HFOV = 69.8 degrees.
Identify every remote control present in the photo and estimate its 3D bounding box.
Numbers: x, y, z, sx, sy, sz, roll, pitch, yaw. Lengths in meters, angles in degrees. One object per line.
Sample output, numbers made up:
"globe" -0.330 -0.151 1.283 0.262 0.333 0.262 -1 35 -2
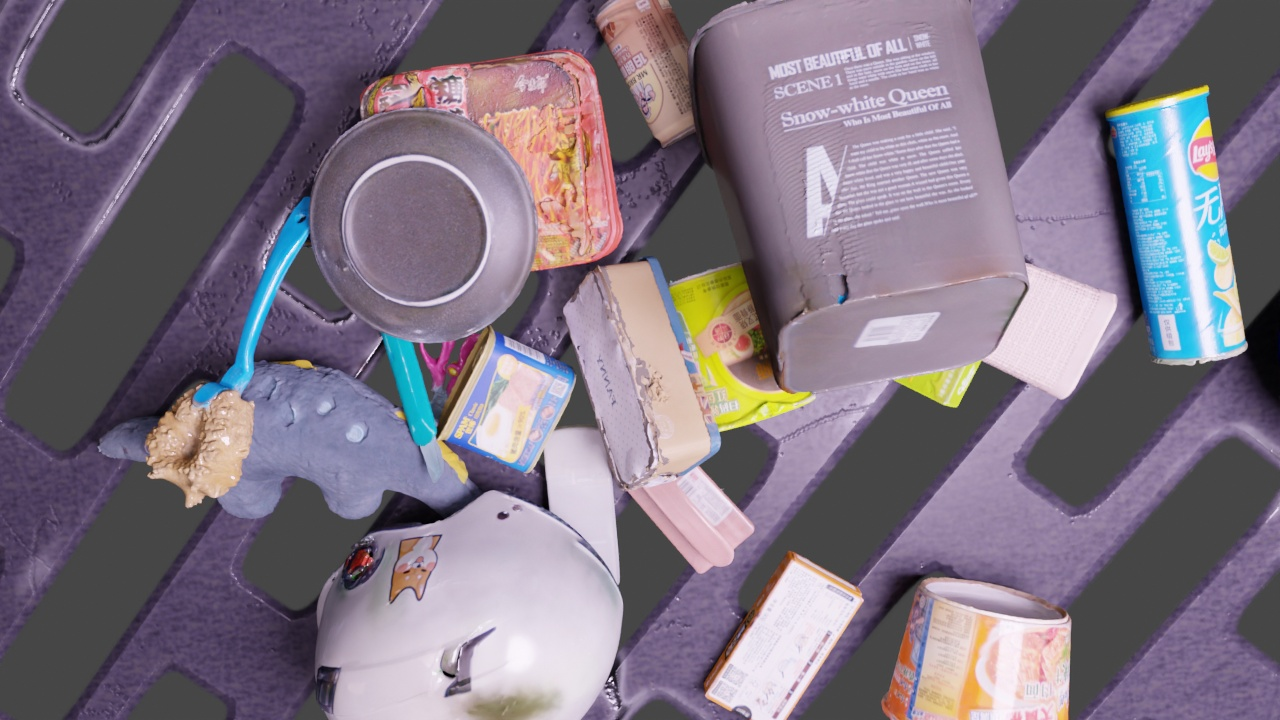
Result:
"remote control" -0.051 0.130 0.807 0.058 0.021 0.150 -3 99 1

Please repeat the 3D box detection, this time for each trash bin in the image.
"trash bin" 0.148 -0.111 0.631 0.199 0.199 0.219 -10 67 5

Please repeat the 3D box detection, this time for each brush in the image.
"brush" 0.028 0.110 0.777 0.063 0.073 0.145 -40 95 8
"brush" -0.303 -0.012 0.705 0.083 0.046 0.254 18 81 25

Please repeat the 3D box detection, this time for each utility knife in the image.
"utility knife" -0.192 0.016 0.757 0.029 0.013 0.182 -28 71 21

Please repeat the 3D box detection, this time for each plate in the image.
"plate" -0.167 -0.099 0.693 0.179 0.024 0.179 1 105 3

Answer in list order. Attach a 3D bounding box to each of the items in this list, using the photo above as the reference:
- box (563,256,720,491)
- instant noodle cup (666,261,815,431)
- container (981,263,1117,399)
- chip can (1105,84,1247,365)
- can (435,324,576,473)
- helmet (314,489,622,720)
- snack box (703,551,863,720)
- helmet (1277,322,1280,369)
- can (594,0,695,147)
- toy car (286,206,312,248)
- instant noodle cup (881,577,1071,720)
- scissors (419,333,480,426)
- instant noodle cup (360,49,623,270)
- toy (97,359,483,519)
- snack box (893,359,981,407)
"box" -0.004 0.004 0.721 0.061 0.090 0.184 -7 72 -27
"instant noodle cup" 0.070 -0.013 0.743 0.112 0.111 0.123 -17 92 3
"container" 0.298 -0.036 0.741 0.111 0.090 0.090 24 100 0
"chip can" 0.430 -0.106 0.734 0.071 0.071 0.210 -15 100 3
"can" -0.112 0.034 0.767 0.083 0.057 0.102 26 100 -18
"helmet" -0.147 0.248 0.739 0.274 0.156 0.230 -24 114 9
"snack box" 0.127 0.253 0.823 0.075 0.026 0.154 30 98 -4
"helmet" 0.621 -0.043 0.653 0.247 0.240 0.316 15 111 -40
"can" 0.015 -0.233 0.725 0.058 0.058 0.116 -28 98 5
"toy car" -0.248 -0.101 0.761 0.090 0.043 0.034 26 72 -6
"instant noodle cup" 0.285 0.252 0.766 0.151 0.151 0.111 8 91 -1
"scissors" -0.181 0.029 0.796 0.073 0.017 0.137 28 103 -5
"instant noodle cup" -0.114 -0.151 0.731 0.189 0.079 0.164 -7 100 3
"toy" -0.288 0.068 0.771 0.356 0.091 0.138 8 118 1
"snack box" 0.197 -0.034 0.724 0.156 0.026 0.086 30 101 39
